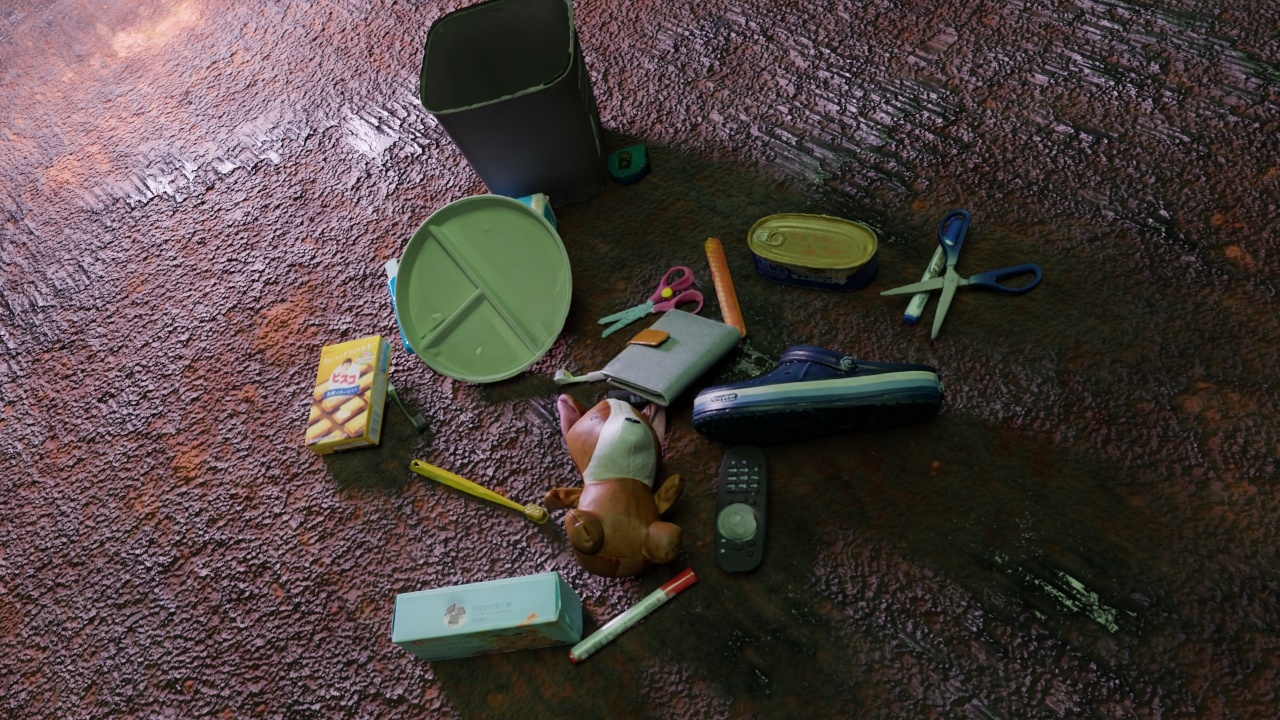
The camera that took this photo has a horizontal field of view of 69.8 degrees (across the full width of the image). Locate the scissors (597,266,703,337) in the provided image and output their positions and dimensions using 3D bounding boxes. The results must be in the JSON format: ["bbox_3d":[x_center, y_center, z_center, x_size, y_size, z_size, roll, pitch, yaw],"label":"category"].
[{"bbox_3d":[0.013,-0.055,1.092,0.137,0.017,0.076,-33,63,1],"label":"scissors"}]

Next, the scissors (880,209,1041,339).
[{"bbox_3d":[0.346,-0.095,0.994,0.176,0.012,0.162,-2,64,7],"label":"scissors"}]

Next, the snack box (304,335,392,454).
[{"bbox_3d":[-0.356,0.042,1.125,0.087,0.034,0.140,-10,58,18],"label":"snack box"}]

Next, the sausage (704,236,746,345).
[{"bbox_3d":[0.099,-0.085,1.076,0.021,0.021,0.165,-16,54,7],"label":"sausage"}]

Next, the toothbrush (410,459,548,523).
[{"bbox_3d":[-0.183,0.143,1.022,0.190,0.017,0.015,16,64,26],"label":"toothbrush"}]

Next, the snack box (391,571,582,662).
[{"bbox_3d":[-0.149,0.254,0.903,0.175,0.074,0.051,-11,56,11],"label":"snack box"}]

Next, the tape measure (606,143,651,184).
[{"bbox_3d":[-0.016,-0.263,1.227,0.058,0.025,0.054,-14,54,10],"label":"tape measure"}]

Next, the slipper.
[{"bbox_3d":[0.173,0.026,0.927,0.253,0.105,0.095,-6,64,11],"label":"slipper"}]

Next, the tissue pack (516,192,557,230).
[{"bbox_3d":[-0.157,-0.150,1.175,0.090,0.063,0.139,-12,55,12],"label":"tissue pack"}]

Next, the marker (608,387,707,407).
[{"bbox_3d":[0.028,0.041,1.017,0.132,0.022,0.020,-3,64,17],"label":"marker"}]

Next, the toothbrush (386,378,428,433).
[{"bbox_3d":[-0.313,0.028,1.142,0.017,0.012,0.186,-36,54,-14],"label":"toothbrush"}]

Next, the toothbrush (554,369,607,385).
[{"bbox_3d":[-0.006,0.006,1.053,0.190,0.029,0.020,-9,98,11],"label":"toothbrush"}]

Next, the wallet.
[{"bbox_3d":[0.031,-0.010,1.013,0.107,0.037,0.129,21,49,38],"label":"wallet"}]

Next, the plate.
[{"bbox_3d":[-0.189,-0.086,1.113,0.230,0.027,0.230,-1,86,13],"label":"plate"}]

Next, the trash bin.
[{"bbox_3d":[-0.146,-0.324,1.189,0.199,0.220,0.198,-11,55,11],"label":"trash bin"}]

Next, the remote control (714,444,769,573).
[{"bbox_3d":[0.102,0.149,0.921,0.053,0.024,0.136,-1,59,16],"label":"remote control"}]

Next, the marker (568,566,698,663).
[{"bbox_3d":[-0.007,0.249,0.896,0.145,0.017,0.017,-34,54,-5],"label":"marker"}]

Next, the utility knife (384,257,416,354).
[{"bbox_3d":[-0.310,-0.075,1.205,0.034,0.018,0.185,-18,52,-13],"label":"utility knife"}]

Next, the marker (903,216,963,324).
[{"bbox_3d":[0.325,-0.100,1.015,0.017,0.017,0.145,20,66,28],"label":"marker"}]

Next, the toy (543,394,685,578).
[{"bbox_3d":[-0.025,0.115,0.929,0.140,0.131,0.199,11,45,-12],"label":"toy"}]

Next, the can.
[{"bbox_3d":[0.198,-0.124,1.052,0.148,0.049,0.074,11,62,24],"label":"can"}]
